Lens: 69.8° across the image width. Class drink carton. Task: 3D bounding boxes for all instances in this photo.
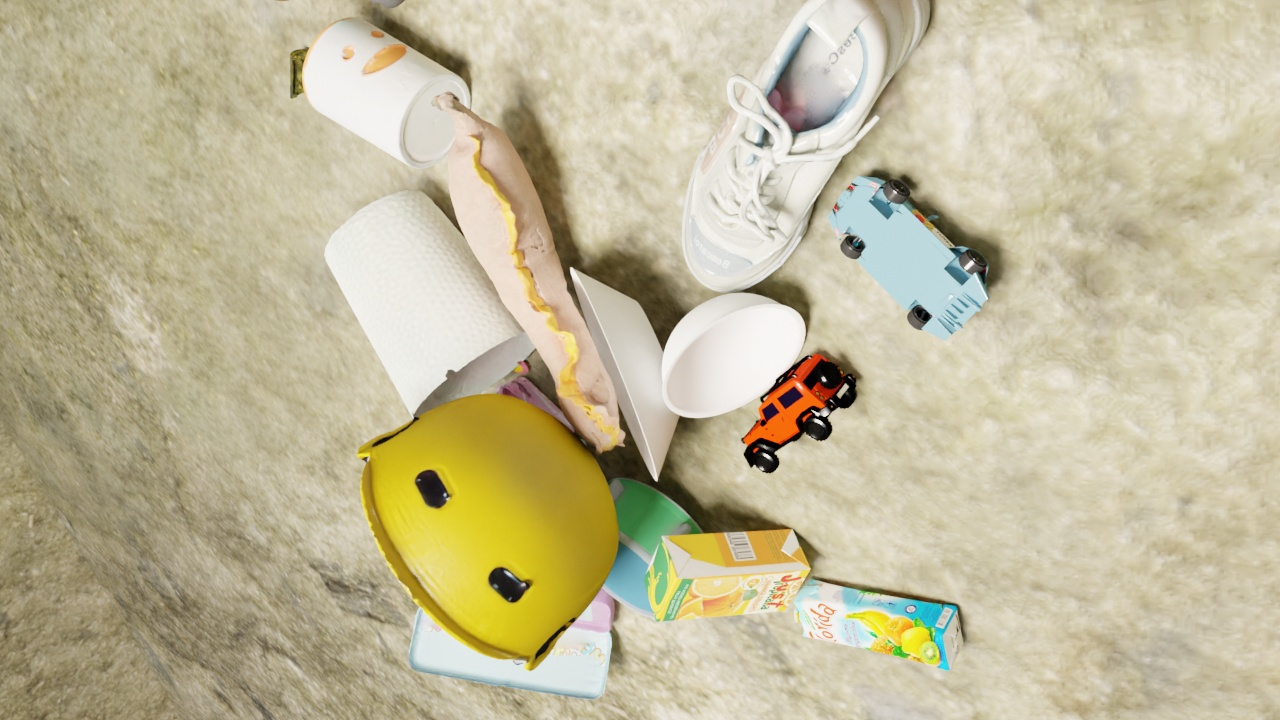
[{"bbox_3d":[0.182,0.203,0.714,0.129,0.038,0.044,1,118,40],"label":"drink carton"},{"bbox_3d":[0.071,0.171,0.732,0.041,0.122,0.058,-111,30,-44],"label":"drink carton"}]

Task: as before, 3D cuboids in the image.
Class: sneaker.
[{"bbox_3d":[0.074,-0.122,0.548,0.089,0.090,0.243,42,137,9],"label":"sneaker"}]

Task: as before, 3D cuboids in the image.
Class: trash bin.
[{"bbox_3d":[-0.183,-0.051,0.791,0.161,0.133,0.134,54,138,7],"label":"trash bin"}]

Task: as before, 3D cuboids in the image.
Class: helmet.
[{"bbox_3d":[-0.096,0.108,0.686,0.209,0.139,0.240,51,176,2],"label":"helmet"}]

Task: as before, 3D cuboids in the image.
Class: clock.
[{"bbox_3d":[0.001,0.178,0.832,0.122,0.075,0.162,30,145,21],"label":"clock"}]

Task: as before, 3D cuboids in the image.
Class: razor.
[{"bbox_3d":[-0.269,-0.234,0.817,0.106,0.026,0.043,33,132,14],"label":"razor"}]

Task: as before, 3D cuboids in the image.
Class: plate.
[{"bbox_3d":[-0.004,0.004,0.701,0.174,0.036,0.174,157,91,-85],"label":"plate"}]

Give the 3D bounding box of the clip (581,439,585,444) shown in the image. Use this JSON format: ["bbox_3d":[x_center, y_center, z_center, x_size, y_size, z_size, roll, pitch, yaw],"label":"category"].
[{"bbox_3d":[-0.068,0.132,0.859,0.162,0.090,0.027,65,-178,-47],"label":"clip"}]

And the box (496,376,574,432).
[{"bbox_3d":[-0.148,0.123,0.903,0.084,0.090,0.231,42,137,12],"label":"box"}]

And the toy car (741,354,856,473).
[{"bbox_3d":[0.108,0.036,0.654,0.049,0.051,0.100,47,137,0],"label":"toy car"}]

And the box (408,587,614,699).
[{"bbox_3d":[-0.135,0.274,0.956,0.214,0.062,0.140,7,106,6],"label":"box"}]

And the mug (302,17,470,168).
[{"bbox_3d":[-0.200,-0.212,0.728,0.105,0.082,0.082,33,134,18],"label":"mug"}]

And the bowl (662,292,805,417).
[{"bbox_3d":[0.057,-0.012,0.643,0.040,0.109,0.110,60,146,36],"label":"bowl"}]

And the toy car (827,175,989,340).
[{"bbox_3d":[0.165,-0.066,0.554,0.107,0.027,0.060,50,138,17],"label":"toy car"}]

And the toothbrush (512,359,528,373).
[{"bbox_3d":[-0.158,-0.028,0.864,0.135,0.016,0.021,37,129,15],"label":"toothbrush"}]

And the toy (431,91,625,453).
[{"bbox_3d":[-0.081,-0.054,0.686,0.196,0.065,0.264,67,179,-80],"label":"toy"}]

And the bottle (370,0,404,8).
[{"bbox_3d":[-0.173,-0.307,0.672,0.036,0.036,0.110,51,138,0],"label":"bottle"}]
